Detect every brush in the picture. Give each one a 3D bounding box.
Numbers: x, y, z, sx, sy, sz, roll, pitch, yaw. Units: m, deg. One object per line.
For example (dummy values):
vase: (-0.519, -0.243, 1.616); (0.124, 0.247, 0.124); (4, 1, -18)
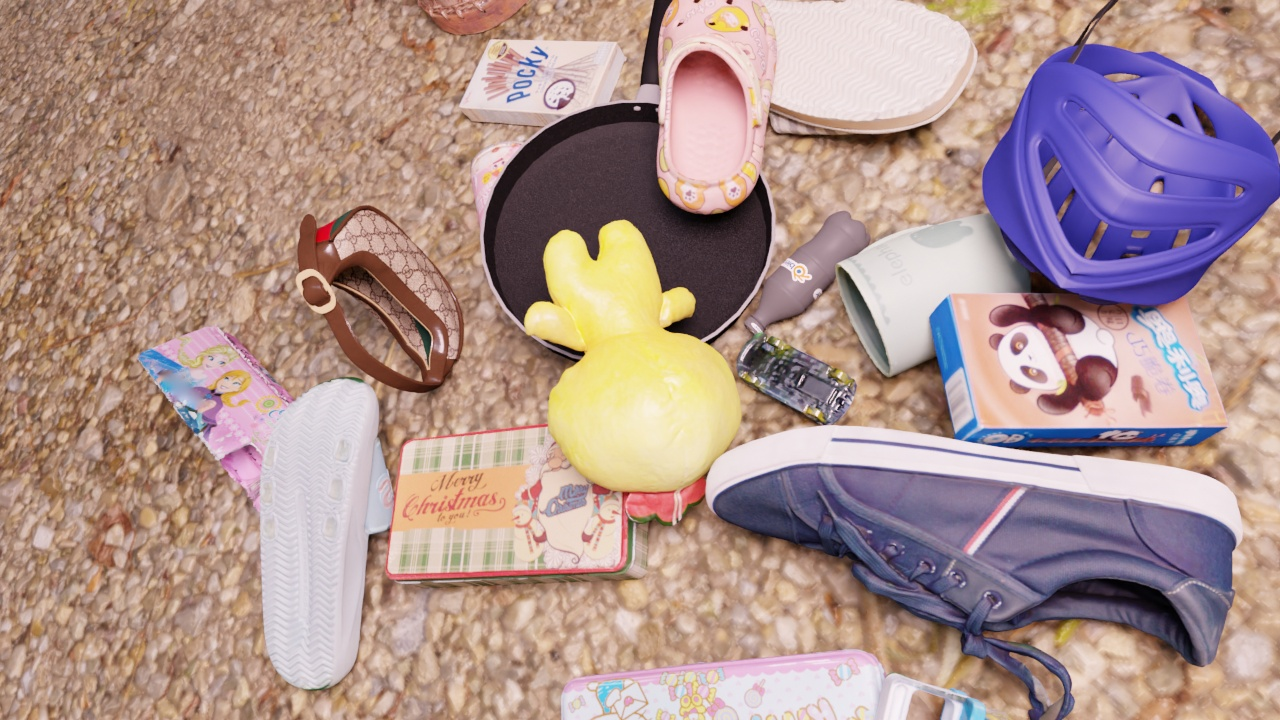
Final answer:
brush: (0.155, 0.246, 0.494); (0.075, 0.055, 0.135); (15, 80, 8)

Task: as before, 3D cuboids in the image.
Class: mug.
mug: (0.189, -0.055, 0.614); (0.104, 0.084, 0.111); (-25, 33, 3)

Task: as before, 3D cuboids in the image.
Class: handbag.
handbag: (-0.210, -0.046, 0.740); (0.063, 0.166, 0.138); (-26, 43, 14)

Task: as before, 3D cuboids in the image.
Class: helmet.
helmet: (0.300, -0.148, 0.509); (0.148, 0.228, 0.240); (33, 47, 13)

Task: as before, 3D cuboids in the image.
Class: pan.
pan: (0.000, -0.160, 0.732); (0.225, 0.034, 0.355); (7, 71, 8)

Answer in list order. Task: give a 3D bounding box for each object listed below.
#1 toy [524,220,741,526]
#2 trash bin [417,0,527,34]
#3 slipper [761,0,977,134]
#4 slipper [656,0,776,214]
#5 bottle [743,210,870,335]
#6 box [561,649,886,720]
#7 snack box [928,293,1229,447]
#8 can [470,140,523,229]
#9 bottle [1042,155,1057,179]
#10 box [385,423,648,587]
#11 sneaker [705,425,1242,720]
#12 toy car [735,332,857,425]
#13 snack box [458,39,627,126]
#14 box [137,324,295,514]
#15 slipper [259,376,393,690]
toy: (-0.004, 0.004, 0.615); (0.133, 0.092, 0.207); (-15, 71, -20)
trash bin: (-0.203, -0.445, 0.889); (0.151, 0.210, 0.151); (-10, 64, 22)
slipper: (0.136, -0.237, 0.731); (0.273, 0.054, 0.114); (26, 82, 40)
slipper: (0.055, -0.209, 0.683); (0.093, 0.081, 0.197); (0, 74, 8)
bottle: (0.119, -0.061, 0.668); (0.110, 0.036, 0.036); (-45, 57, 1)
box: (0.049, 0.228, 0.574); (0.214, 0.036, 0.076); (-13, 63, 20)
snack box: (0.254, 0.005, 0.538); (0.151, 0.034, 0.087); (0, 65, -7)
can: (-0.109, -0.140, 0.794); (0.067, 0.067, 0.076); (-24, 59, 14)
bottle: (0.283, -0.156, 0.636); (0.030, 0.030, 0.113); (33, 84, 33)
box: (-0.092, 0.109, 0.687); (0.206, 0.050, 0.117); (-7, 65, 24)
sneaker: (0.171, 0.120, 0.525); (0.295, 0.121, 0.127); (5, 58, 24)
toy car: (0.109, 0.014, 0.645); (0.090, 0.027, 0.038); (30, 87, 31)
snack box: (-0.094, -0.262, 0.865); (0.150, 0.026, 0.081); (12, 74, 28)
box: (-0.373, 0.045, 0.832); (0.230, 0.077, 0.084); (35, 86, 33)
slipper: (-0.248, 0.136, 0.739); (0.104, 0.074, 0.245); (-1, 83, 26)
